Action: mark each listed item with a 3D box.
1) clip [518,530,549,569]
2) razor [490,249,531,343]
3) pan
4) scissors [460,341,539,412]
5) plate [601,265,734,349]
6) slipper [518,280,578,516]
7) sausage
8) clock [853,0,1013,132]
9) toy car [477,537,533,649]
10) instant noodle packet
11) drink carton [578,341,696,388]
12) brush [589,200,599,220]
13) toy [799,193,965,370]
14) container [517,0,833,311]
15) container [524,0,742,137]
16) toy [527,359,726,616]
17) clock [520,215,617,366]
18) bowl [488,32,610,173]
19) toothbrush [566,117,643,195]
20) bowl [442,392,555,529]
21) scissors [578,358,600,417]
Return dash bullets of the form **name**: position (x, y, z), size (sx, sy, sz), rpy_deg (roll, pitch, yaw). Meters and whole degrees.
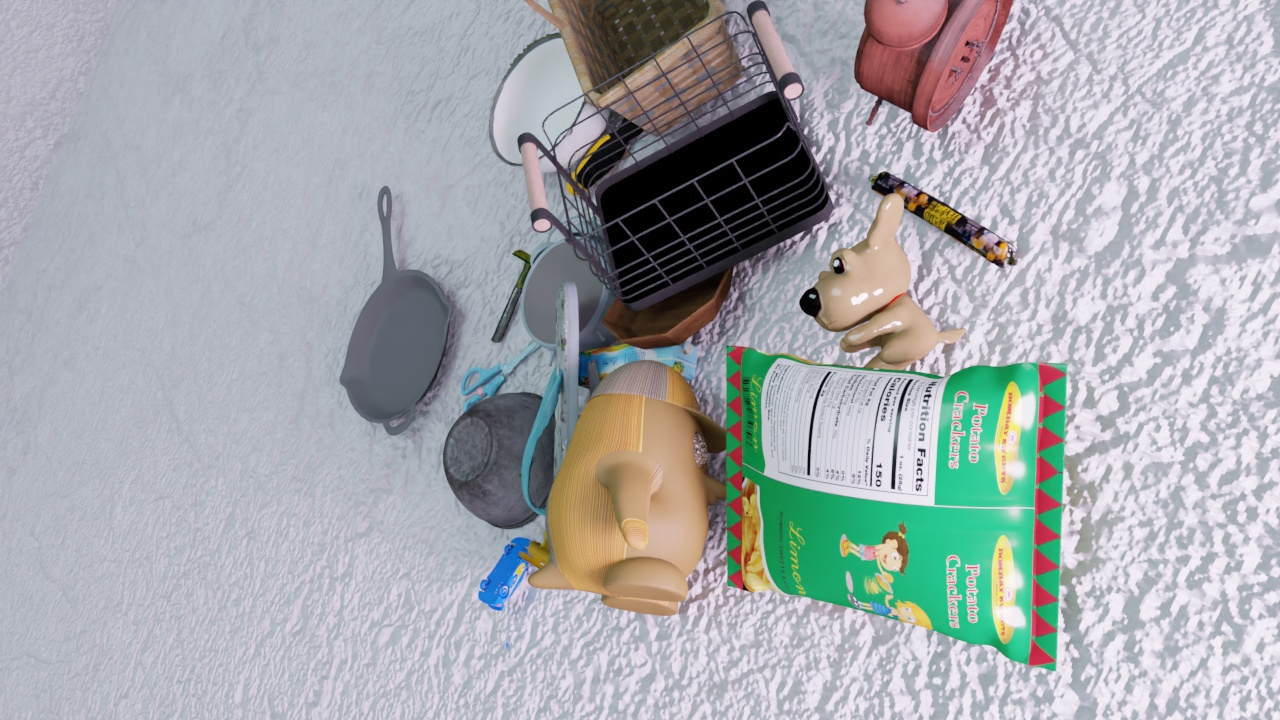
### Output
- **clip**: position (-0.095, 0.189, 0.888), size (0.039, 0.053, 0.047), rpy_deg (-46, 22, 21)
- **razor**: position (-0.141, -0.068, 1.018), size (0.042, 0.026, 0.106), rpy_deg (31, 101, 39)
- **pan**: position (-0.306, -0.071, 1.153), size (0.217, 0.024, 0.354), rpy_deg (-27, 61, 31)
- **scissors**: position (-0.151, 0.009, 1.011), size (0.139, 0.015, 0.063), rpy_deg (-35, 52, 19)
- **plate**: position (0.029, -0.053, 0.837), size (0.131, 0.025, 0.131), rpy_deg (-25, 32, 17)
- **slipper**: position (-0.086, 0.060, 0.863), size (0.098, 0.054, 0.268), rpy_deg (171, 100, -81)
- **sausage**: position (0.235, -0.113, 0.720), size (0.020, 0.020, 0.155), rpy_deg (-55, 50, 12)
- **clock**: position (0.218, -0.251, 0.685), size (0.072, 0.158, 0.120), rpy_deg (34, 71, 22)
- **toy car**: position (-0.126, 0.231, 0.916), size (0.033, 0.062, 0.091), rpy_deg (4, 49, 41)
- **instant noodle packet**: position (0.165, 0.092, 0.651), size (0.253, 0.090, 0.195), rpy_deg (4, 98, 41)
- **drink carton**: position (-0.005, 0.005, 0.866), size (0.129, 0.044, 0.038), rpy_deg (-8, 71, 40)
- **brush**: position (0.022, -0.143, 0.912), size (0.218, 0.012, 0.033), rpy_deg (16, 86, 43)
- **toy**: position (0.178, -0.044, 0.695), size (0.105, 0.134, 0.108), rpy_deg (-23, 74, -14)
- **container**: position (0.033, -0.173, 0.794), size (0.242, 0.130, 0.162), rpy_deg (-25, 54, 16)
- **container**: position (-0.018, -0.361, 0.882), size (0.158, 0.186, 0.249), rpy_deg (-32, 55, 18)
- **toy**: position (0.003, 0.100, 0.774), size (0.162, 0.199, 0.203), rpy_deg (9, 66, 0)
- **clock**: position (-0.068, -0.076, 0.944), size (0.123, 0.045, 0.159), rpy_deg (-24, 63, 32)
- **bowl**: position (-0.090, -0.271, 1.005), size (0.154, 0.072, 0.153), rpy_deg (-14, 66, 36)
- **toothbrush**: position (-0.008, -0.246, 0.961), size (0.197, 0.031, 0.030), rpy_deg (-44, 38, 15)
- **bowl**: position (-0.152, 0.097, 0.942), size (0.145, 0.067, 0.144), rpy_deg (-14, 68, 36)
- **scissors**: position (-0.030, 0.076, 0.860), size (0.137, 0.019, 0.129), rpy_deg (43, 116, 23)
